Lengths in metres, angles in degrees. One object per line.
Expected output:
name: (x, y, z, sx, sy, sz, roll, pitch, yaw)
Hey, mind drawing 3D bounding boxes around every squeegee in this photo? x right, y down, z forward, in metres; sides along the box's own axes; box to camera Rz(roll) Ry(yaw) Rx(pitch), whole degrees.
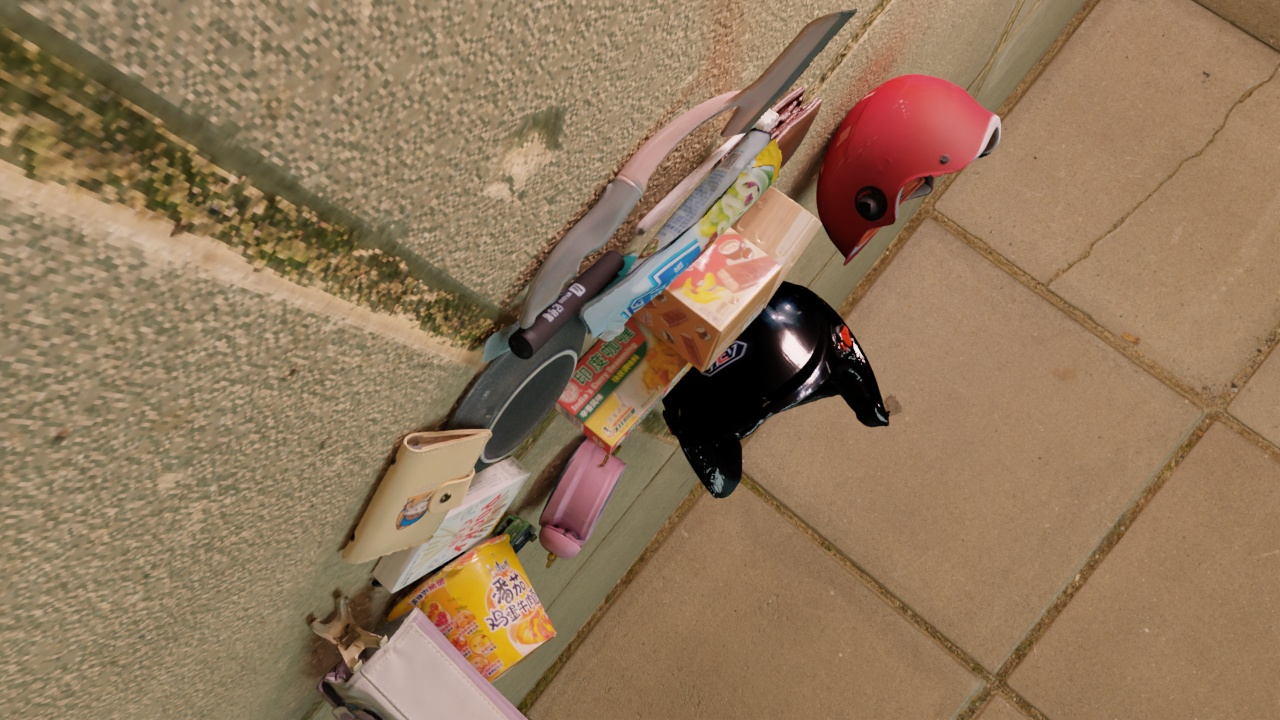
squeegee: (0.003, -0.117, 0.606, 0.249, 0.040, 0.248, -44, -175, -7)

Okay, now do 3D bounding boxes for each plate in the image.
plate: (-0.093, 0.030, 0.724, 0.179, 0.024, 0.180, -48, 168, -14)

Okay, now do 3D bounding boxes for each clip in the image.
clip: (-0.224, 0.226, 0.725, 0.034, 0.093, 0.103, -44, 155, -31)

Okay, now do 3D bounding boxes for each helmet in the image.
helmet: (0.289, -0.236, 1.077, 0.241, 0.144, 0.206, -42, 175, 37)
helmet: (0.135, 0.017, 1.051, 0.234, 0.230, 0.274, -29, 168, 17)

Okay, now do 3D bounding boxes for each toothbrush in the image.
toothbrush: (-0.199, 0.190, 0.840, 0.018, 0.014, 0.189, -61, 168, -1)
toothbrush: (0.055, -0.153, 0.740, 0.179, 0.016, 0.016, -45, 165, -25)

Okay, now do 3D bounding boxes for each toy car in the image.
toy car: (-0.140, 0.196, 1.017, 0.043, 0.036, 0.091, -48, 168, -19)

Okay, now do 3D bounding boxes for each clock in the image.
clock: (-0.072, 0.167, 1.056, 0.158, 0.060, 0.117, -61, 176, 5)

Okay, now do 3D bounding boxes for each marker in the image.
marker: (-0.049, -0.041, 0.648, 0.131, 0.020, 0.022, -48, 148, -47)

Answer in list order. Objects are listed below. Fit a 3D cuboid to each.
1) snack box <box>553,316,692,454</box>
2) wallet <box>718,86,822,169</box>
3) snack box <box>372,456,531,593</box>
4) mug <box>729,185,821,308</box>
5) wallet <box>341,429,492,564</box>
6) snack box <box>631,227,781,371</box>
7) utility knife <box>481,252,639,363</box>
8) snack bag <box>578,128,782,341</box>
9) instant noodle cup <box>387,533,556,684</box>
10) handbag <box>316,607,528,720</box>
snack box: (-0.005, 0.005, 0.845, 0.155, 0.077, 0.027, -47, 168, -20)
wallet: (0.105, -0.177, 0.827, 0.124, 0.032, 0.101, -45, 169, -22)
snack box: (-0.160, 0.139, 0.797, 0.085, 0.027, 0.156, -55, 167, 19)
mug: (0.121, -0.124, 0.955, 0.103, 0.084, 0.124, -55, -168, 10)
wallet: (-0.156, 0.096, 0.657, 0.087, 0.024, 0.115, -9, 137, -55)
snack box: (0.055, -0.063, 0.820, 0.092, 0.094, 0.077, -45, 167, -25)
utility knife: (-0.049, -0.042, 0.679, 0.215, 0.013, 0.029, -36, 132, -51)
snack bag: (0.027, -0.086, 0.681, 0.191, 0.039, 0.110, -46, -178, -6)
instant noodle cup: (-0.155, 0.251, 0.881, 0.138, 0.110, 0.138, -35, 168, -9)
handbag: (-0.176, 0.320, 0.789, 0.098, 0.197, 0.145, -46, -173, -36)
